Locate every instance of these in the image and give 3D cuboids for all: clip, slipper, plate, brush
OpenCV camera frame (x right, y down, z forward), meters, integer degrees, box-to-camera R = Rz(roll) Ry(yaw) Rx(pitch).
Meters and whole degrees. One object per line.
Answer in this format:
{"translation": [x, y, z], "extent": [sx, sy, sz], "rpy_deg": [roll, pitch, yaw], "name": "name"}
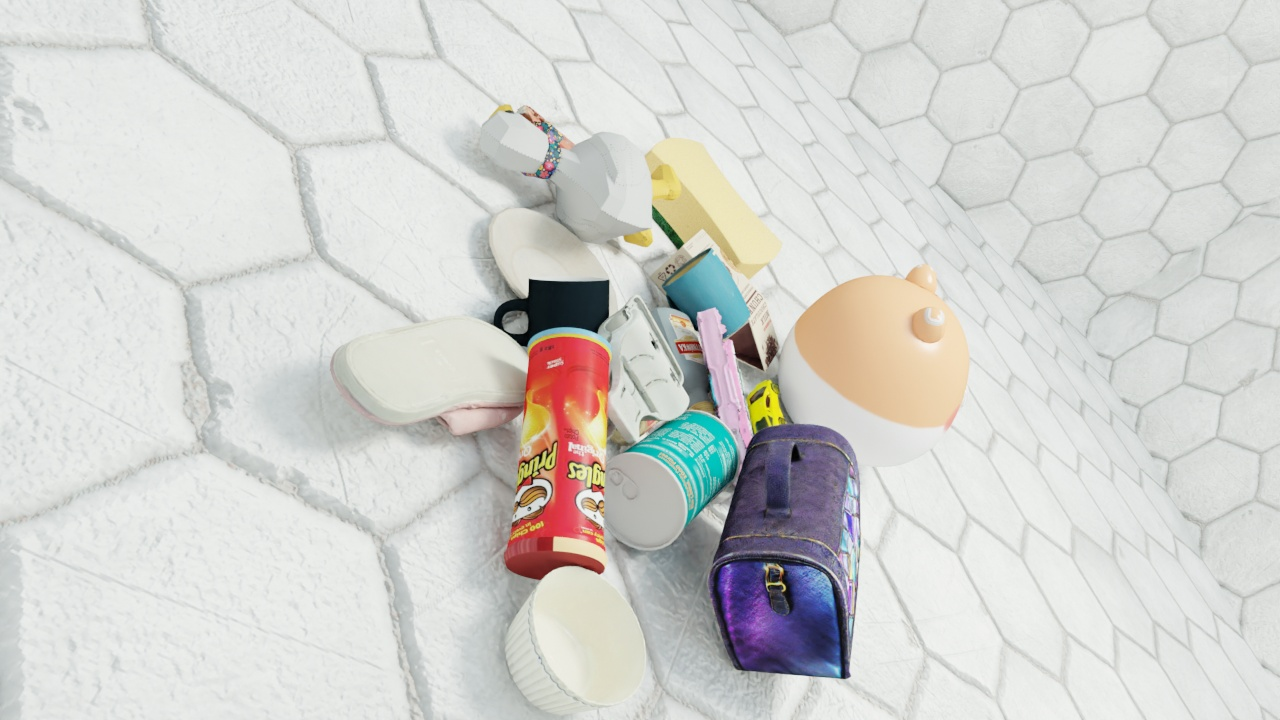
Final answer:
{"translation": [-0.003, 0.019, 0.939], "extent": [0.125, 0.082, 0.147], "rpy_deg": [58, 43, -26], "name": "clip"}
{"translation": [-0.180, 0.017, 0.828], "extent": [0.114, 0.054, 0.273], "rpy_deg": [52, 20, 13], "name": "slipper"}
{"translation": [-0.106, -0.100, 1.082], "extent": [0.188, 0.027, 0.188], "rpy_deg": [33, 34, -26], "name": "plate"}
{"translation": [0.100, -0.231, 1.447], "extent": [0.250, 0.075, 0.194], "rpy_deg": [52, 31, 5], "name": "brush"}

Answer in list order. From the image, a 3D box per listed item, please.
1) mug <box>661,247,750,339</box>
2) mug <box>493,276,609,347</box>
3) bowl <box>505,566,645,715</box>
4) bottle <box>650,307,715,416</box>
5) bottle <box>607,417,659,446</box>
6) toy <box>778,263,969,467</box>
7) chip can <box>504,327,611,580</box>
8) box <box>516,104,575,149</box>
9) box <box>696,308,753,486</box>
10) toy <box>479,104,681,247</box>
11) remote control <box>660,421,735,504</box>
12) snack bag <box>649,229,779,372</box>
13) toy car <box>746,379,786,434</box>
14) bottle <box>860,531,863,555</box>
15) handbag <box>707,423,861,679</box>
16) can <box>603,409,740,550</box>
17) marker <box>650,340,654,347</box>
{"translation": [0.084, -0.079, 1.226], "extent": [0.104, 0.112, 0.084], "rpy_deg": [51, 55, -10], "name": "mug"}
{"translation": [-0.094, -0.040, 0.967], "extent": [0.121, 0.094, 0.085], "rpy_deg": [0, 8, -3], "name": "mug"}
{"translation": [-0.058, 0.232, 0.739], "extent": [0.115, 0.063, 0.115], "rpy_deg": [33, 34, -26], "name": "bowl"}
{"translation": [0.055, 0.011, 1.149], "extent": [0.072, 0.046, 0.161], "rpy_deg": [17, 43, -44], "name": "bottle"}
{"translation": [0.001, 0.060, 1.029], "extent": [0.044, 0.044, 0.108], "rpy_deg": [51, 31, 4], "name": "bottle"}
{"translation": [0.338, 0.008, 1.293], "extent": [0.265, 0.282, 0.262], "rpy_deg": [23, 35, -5], "name": "toy"}
{"translation": [-0.069, 0.082, 0.822], "extent": [0.087, 0.087, 0.213], "rpy_deg": [25, 52, -35], "name": "chip can"}
{"translation": [-0.101, -0.287, 1.283], "extent": [0.186, 0.058, 0.053], "rpy_deg": [38, 2, -20], "name": "box"}
{"translation": [0.121, 0.066, 1.133], "extent": [0.159, 0.035, 0.230], "rpy_deg": [54, 23, -55], "name": "box"}
{"translation": [-0.073, -0.229, 1.160], "extent": [0.267, 0.141, 0.246], "rpy_deg": [16, 24, -38], "name": "toy"}
{"translation": [0.067, 0.114, 1.067], "extent": [0.060, 0.028, 0.114], "rpy_deg": [-7, 61, -55], "name": "remote control"}
{"translation": [0.120, -0.077, 1.308], "extent": [0.206, 0.070, 0.094], "rpy_deg": [48, 30, -3], "name": "snack bag"}
{"translation": [0.165, 0.068, 1.226], "extent": [0.030, 0.049, 0.106], "rpy_deg": [30, 34, -26], "name": "toy car"}
{"translation": [0.221, 0.215, 1.119], "extent": [0.108, 0.063, 0.063], "rpy_deg": [26, 38, -33], "name": "bottle"}
{"translation": [0.150, 0.179, 0.914], "extent": [0.204, 0.126, 0.222], "rpy_deg": [-61, 145, -56], "name": "handbag"}
{"translation": [0.030, 0.119, 0.943], "extent": [0.099, 0.099, 0.143], "rpy_deg": [52, 31, 6], "name": "can"}
{"translation": [-0.006, 0.006, 1.095], "extent": [0.025, 0.025, 0.125], "rpy_deg": [43, 31, -11], "name": "marker"}
